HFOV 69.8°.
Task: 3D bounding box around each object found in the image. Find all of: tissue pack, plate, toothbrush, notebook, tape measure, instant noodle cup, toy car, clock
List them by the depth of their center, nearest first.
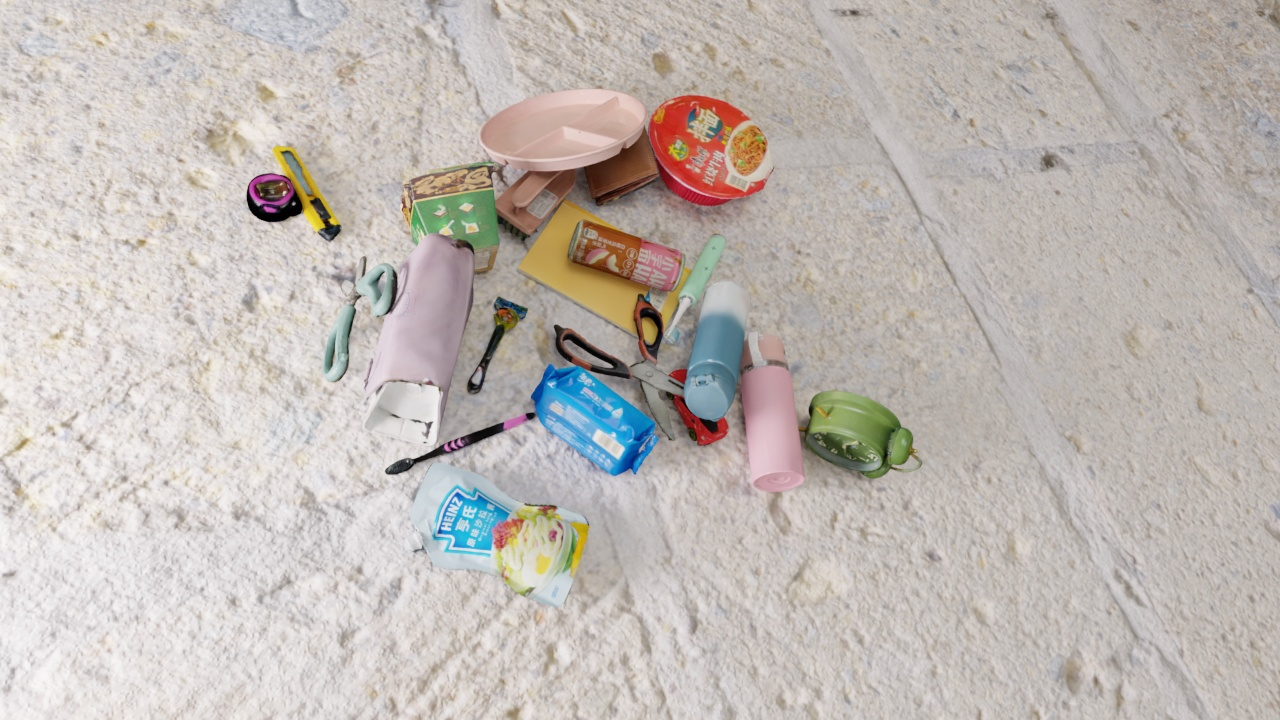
[{"bbox_3d":[-0.200,0.091,1.041,0.188,0.018,0.014,-21,79,-30],"label":"toothbrush"},{"bbox_3d":[-0.055,0.066,1.063,0.157,0.095,0.052,35,54,4],"label":"tissue pack"},{"bbox_3d":[-0.442,-0.197,1.102,0.057,0.039,0.057,-19,70,-28],"label":"tape measure"},{"bbox_3d":[0.069,0.056,1.154,0.049,0.031,0.106,-18,67,-29],"label":"toy car"},{"bbox_3d":[0.278,0.099,1.157,0.161,0.116,0.056,26,67,-1],"label":"clock"},{"bbox_3d":[-0.043,-0.120,1.224,0.206,0.010,0.145,29,55,-3],"label":"notebook"},{"bbox_3d":[0.072,-0.100,1.227,0.027,0.027,0.223,40,46,-12],"label":"toothbrush"},{"bbox_3d":[-0.103,-0.311,1.239,0.229,0.028,0.229,-5,38,4],"label":"plate"},{"bbox_3d":[0.095,-0.296,1.344,0.193,0.066,0.193,9,58,-15],"label":"instant noodle cup"}]

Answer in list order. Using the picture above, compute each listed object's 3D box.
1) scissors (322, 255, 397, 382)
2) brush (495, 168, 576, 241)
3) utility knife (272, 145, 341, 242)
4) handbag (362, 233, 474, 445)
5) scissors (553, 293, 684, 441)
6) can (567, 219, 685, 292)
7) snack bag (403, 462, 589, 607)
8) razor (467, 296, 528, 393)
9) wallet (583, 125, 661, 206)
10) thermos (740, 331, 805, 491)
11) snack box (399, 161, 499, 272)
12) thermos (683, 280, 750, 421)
[{"bbox_3d":[-0.307,-0.066,1.020,0.019,0.179,0.172,27,48,-33],"label":"scissors"},{"bbox_3d":[-0.132,-0.227,1.216,0.063,0.073,0.145,35,54,2],"label":"brush"},{"bbox_3d":[-0.414,-0.209,1.135,0.033,0.015,0.154,-25,72,-33],"label":"utility knife"},{"bbox_3d":[-0.241,-0.025,1.015,0.098,0.145,0.196,16,56,-15],"label":"handbag"},{"bbox_3d":[-0.006,0.006,1.140,0.188,0.015,0.222,-3,57,-19],"label":"scissors"},{"bbox_3d":[-0.018,-0.136,1.200,0.147,0.058,0.057,16,57,-11],"label":"can"},{"bbox_3d":[-0.156,0.187,0.991,0.191,0.039,0.110,22,67,-6],"label":"snack bag"},{"bbox_3d":[-0.178,-0.020,1.110,0.042,0.022,0.142,23,57,-5],"label":"razor"},{"bbox_3d":[-0.031,-0.287,1.282,0.101,0.032,0.124,-20,66,11],"label":"wallet"},{"bbox_3d":[0.161,0.058,1.154,0.067,0.087,0.198,-11,61,17],"label":"thermos"},{"bbox_3d":[-0.225,-0.165,1.128,0.117,0.118,0.105,-14,78,-19],"label":"snack box"},{"bbox_3d":[0.096,-0.014,1.148,0.070,0.070,0.219,24,40,-6],"label":"thermos"}]
